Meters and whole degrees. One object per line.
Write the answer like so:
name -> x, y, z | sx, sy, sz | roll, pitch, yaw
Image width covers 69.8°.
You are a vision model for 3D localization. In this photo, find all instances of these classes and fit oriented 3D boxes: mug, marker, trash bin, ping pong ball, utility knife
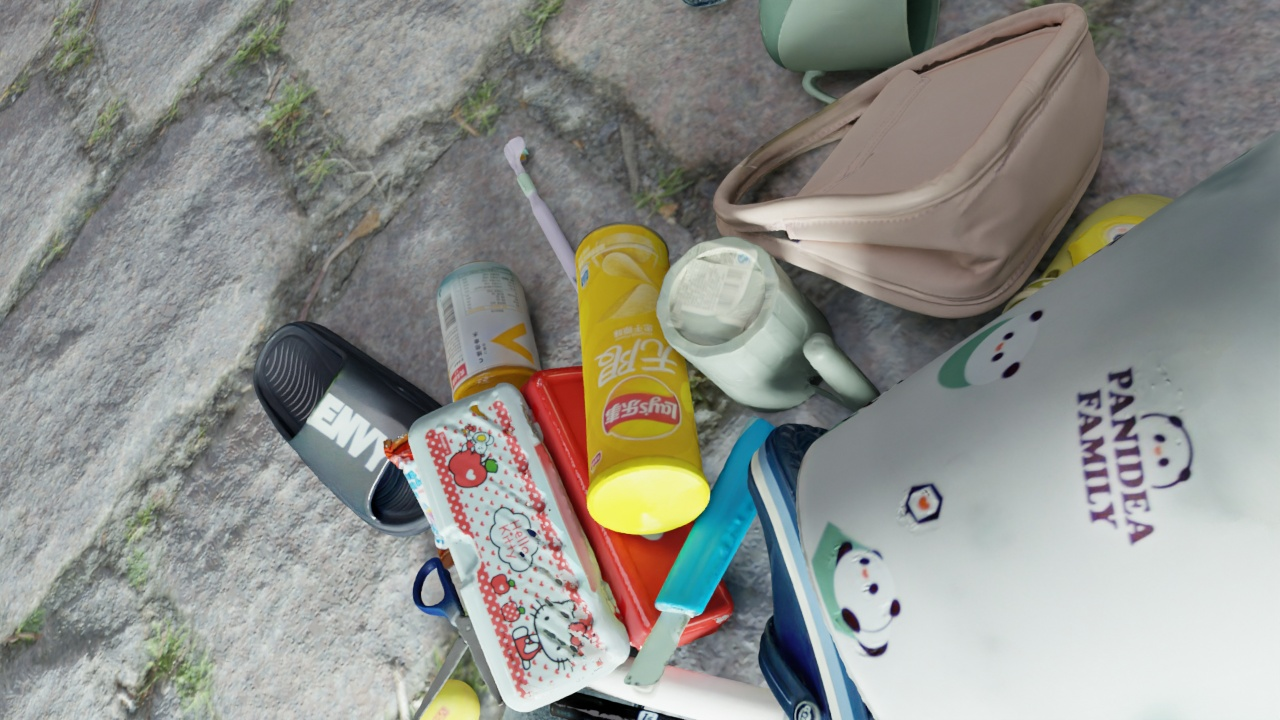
mug -> 0.143, -0.231, 0.638 | 0.106, 0.082, 0.112 | 7, 106, 30
mug -> 0.082, -0.013, 0.567 | 0.124, 0.103, 0.083 | 29, 86, 35
marker -> 0.009, 0.221, 0.549 | 0.132, 0.022, 0.020 | 8, 61, 18
trash bin -> 0.219, 0.056, 0.371 | 0.253, 0.229, 0.229 | -35, 57, 30
ping pong ball -> -0.130, 0.238, 0.624 | 0.040, 0.040, 0.040 | -11, 66, 25
utility knife -> 0.041, 0.110, 0.546 | 0.034, 0.018, 0.190 | 22, 56, 18

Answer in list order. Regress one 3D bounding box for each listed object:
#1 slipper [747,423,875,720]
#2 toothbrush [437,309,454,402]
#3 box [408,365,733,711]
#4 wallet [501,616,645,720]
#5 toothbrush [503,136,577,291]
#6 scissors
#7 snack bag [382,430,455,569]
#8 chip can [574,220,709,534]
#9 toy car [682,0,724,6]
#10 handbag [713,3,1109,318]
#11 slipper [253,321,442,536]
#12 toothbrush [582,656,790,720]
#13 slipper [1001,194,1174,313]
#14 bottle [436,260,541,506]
slipper -> 0.118, 0.155, 0.492 | 0.095, 0.105, 0.252 | -46, 45, 39
toothbrush -> -0.141, 0.015, 0.720 | 0.018, 0.016, 0.191 | -43, 48, 30
box -> -0.046, 0.098, 0.577 | 0.160, 0.060, 0.201 | -15, 61, -24
wallet -> -0.047, 0.232, 0.595 | 0.097, 0.019, 0.120 | 7, 72, 31
toothbrush -> -0.071, -0.110, 0.741 | 0.189, 0.021, 0.029 | 62, 143, 29
scissors -> -0.115, 0.172, 0.626 | 0.163, 0.012, 0.175 | 8, 53, 48
snack bag -> -0.147, 0.095, 0.664 | 0.045, 0.026, 0.105 | -30, 86, 2
chip can -> -0.004, 0.003, 0.595 | 0.072, 0.072, 0.213 | -23, 46, 19
toy car -> 0.062, -0.335, 0.745 | 0.049, 0.031, 0.105 | 8, 76, 30
handbag -> 0.143, -0.119, 0.565 | 0.235, 0.093, 0.192 | 7, 47, 45
slipper -> -0.247, 0.045, 0.737 | 0.268, 0.083, 0.110 | 33, 90, 31
toothbrush -> -0.009, 0.194, 0.563 | 0.221, 0.026, 0.026 | 3, 64, 31
slipper -> 0.239, -0.011, 0.493 | 0.091, 0.081, 0.190 | 37, 93, 31
bottle -> -0.106, 0.016, 0.680 | 0.068, 0.068, 0.189 | -26, 62, 18
